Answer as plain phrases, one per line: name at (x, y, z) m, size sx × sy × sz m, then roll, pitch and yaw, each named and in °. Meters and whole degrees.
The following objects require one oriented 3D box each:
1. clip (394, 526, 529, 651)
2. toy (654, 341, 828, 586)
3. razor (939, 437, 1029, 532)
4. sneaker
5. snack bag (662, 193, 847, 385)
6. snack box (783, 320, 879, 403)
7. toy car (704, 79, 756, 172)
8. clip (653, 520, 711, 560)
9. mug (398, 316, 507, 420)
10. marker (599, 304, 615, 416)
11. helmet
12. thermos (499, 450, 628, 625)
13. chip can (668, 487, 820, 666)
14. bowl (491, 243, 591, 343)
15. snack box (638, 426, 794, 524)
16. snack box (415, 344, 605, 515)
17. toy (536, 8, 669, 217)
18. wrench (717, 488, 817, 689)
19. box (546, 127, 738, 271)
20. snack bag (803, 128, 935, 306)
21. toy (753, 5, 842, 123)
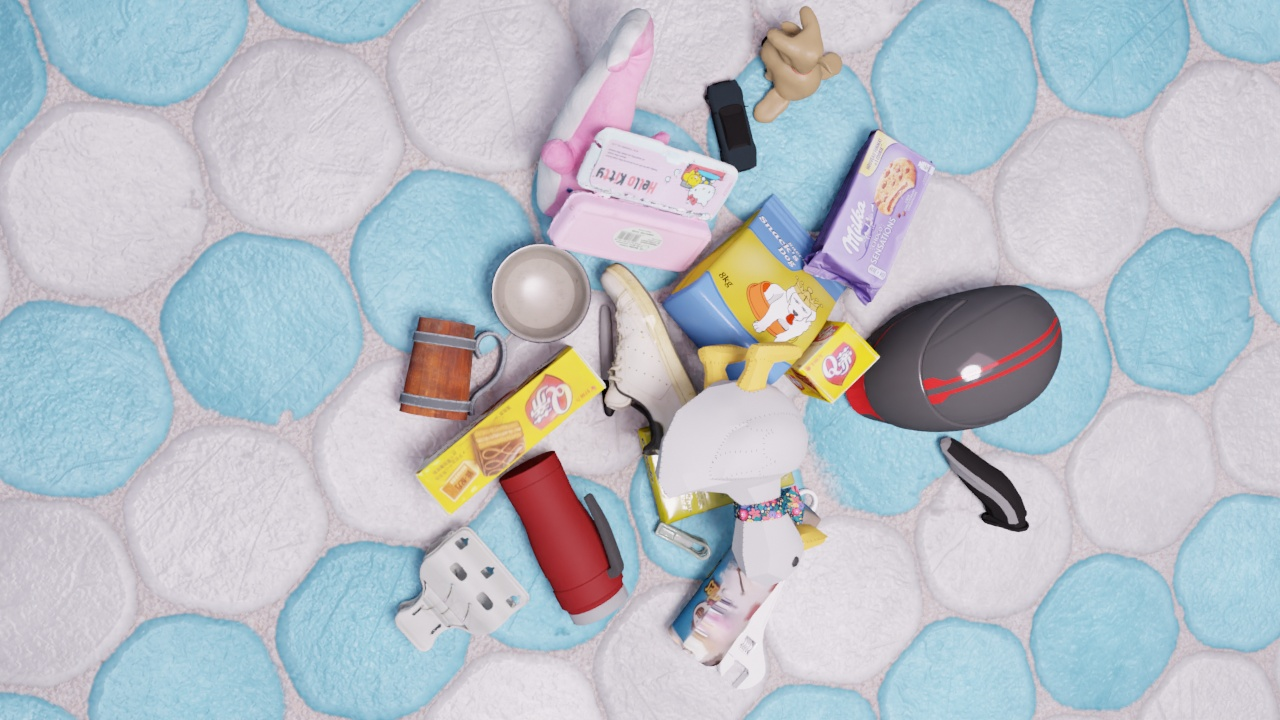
clip at (-0.225, 0.282, 1.114) m, size 0.151 × 0.091 × 0.126 m, roll -38°, pitch 97°, yaw 10°
toy at (0.111, 0.113, 0.990) m, size 0.246 × 0.141 × 0.267 m, roll 2°, pitch 87°, yaw -41°
razor at (0.448, 0.158, 1.201) m, size 0.060 × 0.057 × 0.156 m, roll -32°, pitch 100°, yaw 27°
sneaker at (-0.006, 0.006, 1.090) m, size 0.102 × 0.089 × 0.241 m, roll -25°, pitch 85°, yaw -5°
snack bag at (0.153, -0.086, 1.121) m, size 0.159 × 0.102 × 0.204 m, roll 48°, pitch 67°, yaw -9°
snack box at (0.226, 0.000, 1.126) m, size 0.083 × 0.106 × 0.061 m, roll -45°, pitch 99°, yaw -3°
toy car at (0.113, -0.287, 1.123) m, size 0.046 × 0.034 × 0.112 m, roll -16°, pitch 96°, yaw -7°
clip at (0.054, 0.226, 1.157) m, size 0.074 × 0.035 × 0.023 m, roll 27°, pitch 91°, yaw -3°
mug at (-0.218, 0.012, 1.081) m, size 0.117 × 0.082 × 0.111 m, roll 9°, pitch 89°, yaw -27°
marker at (-0.039, 0.000, 1.134) m, size 0.022 × 0.016 × 0.138 m, roll -5°, pitch 95°, yaw -40°
helmet at (0.397, 0.002, 1.120) m, size 0.264 × 0.170 × 0.164 m, roll -24°, pitch 97°, yaw -7°
thermos at (-0.082, 0.209, 1.100) m, size 0.108 × 0.083 × 0.198 m, roll -23°, pitch 97°, yaw 31°
chip can at (0.128, 0.267, 1.129) m, size 0.080 × 0.079 × 0.230 m, roll 34°, pitch 98°, yaw -10°
bowl at (-0.119, -0.080, 1.091) m, size 0.115 × 0.059 × 0.115 m, roll -1°, pitch 94°, yaw -9°
snack box at (0.097, 0.121, 1.148) m, size 0.180 × 0.045 × 0.121 m, roll -15°, pitch 94°, yaw -10°
snack box at (-0.151, 0.077, 1.073) m, size 0.230 × 0.110 × 0.061 m, roll -39°, pitch 98°, yaw -4°
toy at (-0.031, -0.258, 1.030) m, size 0.128 × 0.186 × 0.266 m, roll 25°, pitch 127°, yaw -6°
wrench at (0.169, 0.294, 1.186) m, size 0.066 × 0.018 × 0.273 m, roll 22°, pitch 90°, yaw -10°
box at (0.008, -0.173, 1.044) m, size 0.201 × 0.044 × 0.155 m, roll 7°, pitch 134°, yaw -36°
snack bag at (0.281, -0.178, 1.133) m, size 0.096 × 0.058 × 0.205 m, roll 29°, pitch 80°, yaw -13°
toy at (0.187, -0.360, 1.098) m, size 0.134 × 0.108 × 0.106 m, roll -36°, pitch 82°, yaw -5°
